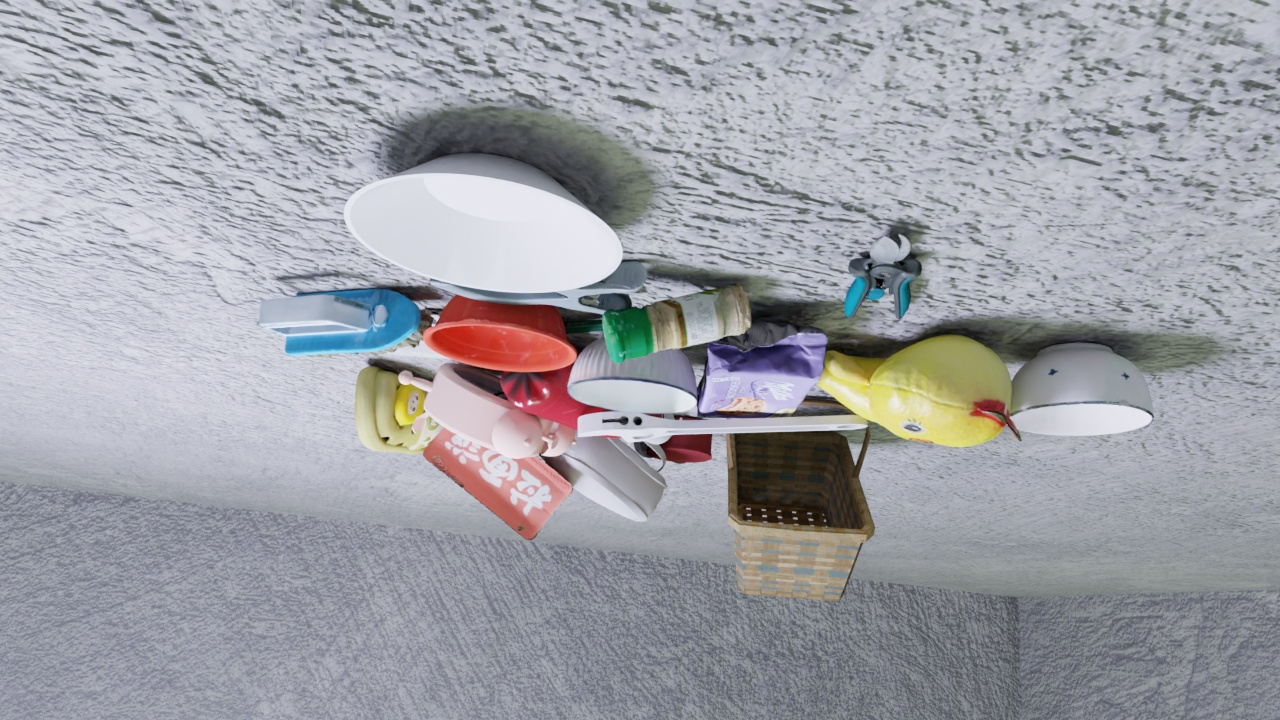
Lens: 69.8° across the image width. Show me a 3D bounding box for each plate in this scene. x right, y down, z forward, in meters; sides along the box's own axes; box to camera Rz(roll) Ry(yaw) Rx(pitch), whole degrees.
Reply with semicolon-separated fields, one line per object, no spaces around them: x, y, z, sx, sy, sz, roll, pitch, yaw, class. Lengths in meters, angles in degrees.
-0.096;-0.093;0.588;0.174;0.036;0.174;5;163;1;plate

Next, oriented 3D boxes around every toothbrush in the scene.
-0.006;-0.036;0.784;0.190;0.017;0.016;-4;178;32;toothbrush

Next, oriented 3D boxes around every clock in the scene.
0.045;0.103;1.169;0.087;0.044;0.125;14;161;-26;clock
-0.158;0.062;0.956;0.160;0.086;0.131;19;-178;20;clock

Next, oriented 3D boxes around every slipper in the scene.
-0.266;0.065;1.066;0.082;0.091;0.190;0;166;9;slipper

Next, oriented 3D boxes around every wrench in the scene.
0.076;0.060;0.869;0.273;0.018;0.087;-2;167;8;wrench

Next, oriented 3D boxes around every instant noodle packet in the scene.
-0.163;0.124;1.141;0.164;0.084;0.221;38;179;-2;instant noodle packet

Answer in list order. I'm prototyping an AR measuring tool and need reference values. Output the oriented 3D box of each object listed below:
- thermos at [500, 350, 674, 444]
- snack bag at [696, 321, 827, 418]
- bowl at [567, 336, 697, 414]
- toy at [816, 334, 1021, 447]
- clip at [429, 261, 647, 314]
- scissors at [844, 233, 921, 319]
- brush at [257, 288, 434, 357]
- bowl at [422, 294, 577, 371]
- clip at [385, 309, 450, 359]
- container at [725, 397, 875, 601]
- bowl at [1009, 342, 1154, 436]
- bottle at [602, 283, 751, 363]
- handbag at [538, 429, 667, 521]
-0.041;0.042;0.947;0.073;0.073;0.239;-7;160;34;thermos
0.100;0.008;0.818;0.096;0.058;0.205;3;165;0;snack bag
-0.005;0.005;0.835;0.118;0.062;0.118;5;163;1;bowl
0.233;0.024;0.799;0.208;0.092;0.133;3;165;44;toy
-0.081;-0.058;0.715;0.163;0.027;0.106;7;164;-4;clip
0.170;-0.056;0.661;0.131;0.019;0.150;16;161;-33;scissors
-0.250;-0.035;0.788;0.136;0.055;0.075;-2;167;20;brush
-0.117;-0.030;0.782;0.130;0.045;0.131;5;163;1;bowl
-0.187;-0.027;0.854;0.102;0.054;0.057;4;-162;3;clip
0.170;0.130;1.032;0.157;0.186;0.249;4;-160;3;container
0.372;0.023;0.783;0.113;0.063;0.113;4;163;1;bowl
0.028;-0.029;0.702;0.111;0.043;0.043;-13;164;-7;bottle
-0.086;0.109;1.159;0.223;0.095;0.216;12;154;52;handbag
